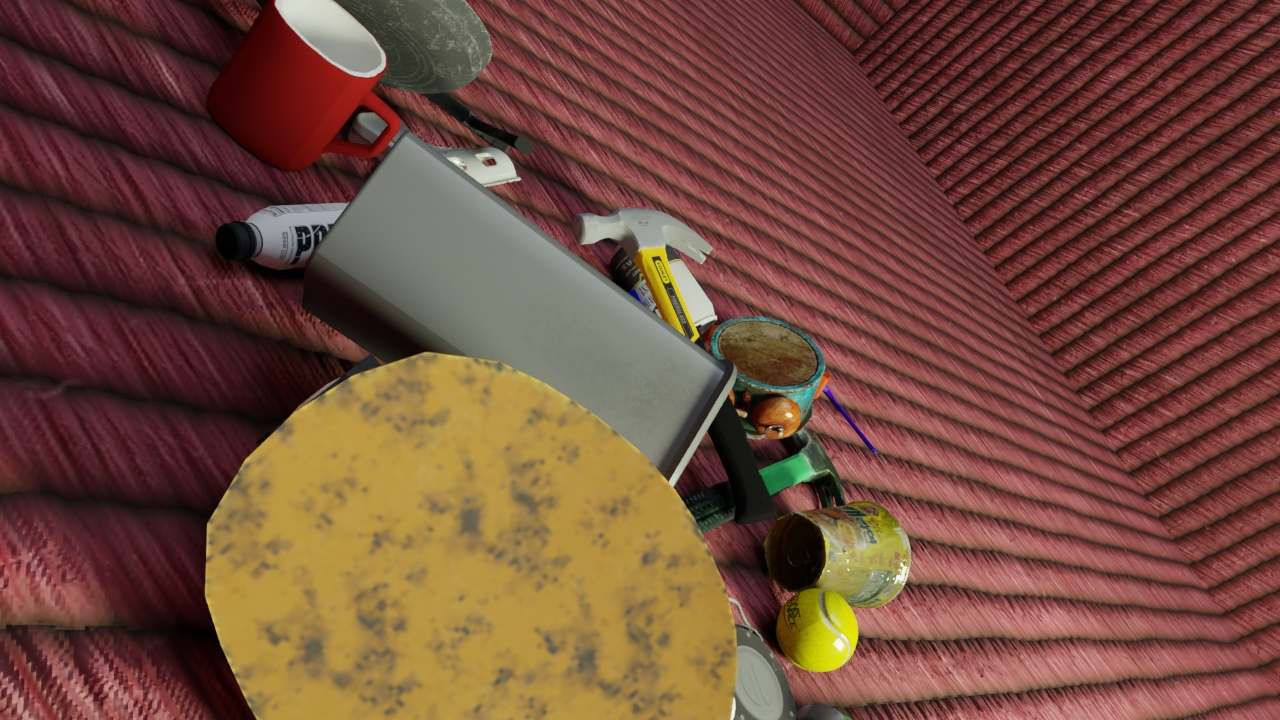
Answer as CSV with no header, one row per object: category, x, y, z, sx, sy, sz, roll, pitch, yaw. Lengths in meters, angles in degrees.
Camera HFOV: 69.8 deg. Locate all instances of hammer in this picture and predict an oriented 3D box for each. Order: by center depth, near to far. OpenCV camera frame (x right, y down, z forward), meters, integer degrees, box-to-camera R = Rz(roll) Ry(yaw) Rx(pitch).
hammer,-0.126,-0.191,0.748,0.095,0.015,0.325,34,5,-23
hammer,0.047,-0.005,0.831,0.126,0.029,0.323,-10,65,-28
hammer,0.108,0.120,0.859,0.318,0.032,0.130,-8,63,-57

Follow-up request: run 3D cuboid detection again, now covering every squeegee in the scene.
squeegee,0.153,0.004,1.021,0.184,0.055,0.249,22,17,-17

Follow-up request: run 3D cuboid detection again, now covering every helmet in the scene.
helmet,-0.080,0.115,0.463,0.255,0.205,0.131,53,-8,-11

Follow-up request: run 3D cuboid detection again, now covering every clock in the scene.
clock,0.064,0.231,0.647,0.091,0.044,0.122,18,42,-45
clock,0.111,0.029,0.898,0.121,0.073,0.157,21,39,12

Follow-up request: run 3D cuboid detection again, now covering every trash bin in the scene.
trash bin,-0.083,-0.014,0.558,0.220,0.192,0.097,36,75,-14

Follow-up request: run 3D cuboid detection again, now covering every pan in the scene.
pan,-0.287,-0.295,0.700,0.356,0.208,0.040,21,80,-15

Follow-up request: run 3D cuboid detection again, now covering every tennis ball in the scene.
tennis ball,0.145,0.221,0.753,0.065,0.066,0.065,35,32,-26

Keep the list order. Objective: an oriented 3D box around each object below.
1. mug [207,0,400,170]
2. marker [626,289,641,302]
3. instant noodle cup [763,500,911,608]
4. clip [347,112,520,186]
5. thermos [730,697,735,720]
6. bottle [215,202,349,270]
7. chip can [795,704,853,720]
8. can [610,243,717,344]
mug,-0.234,-0.190,0.661,0.116,0.097,0.080,42,30,-16
marker,0.014,-0.006,0.873,0.023,0.027,0.133,-18,66,-20
instant noodle cup,0.171,0.172,0.824,0.108,0.102,0.102,12,46,-42
clip,-0.163,-0.154,0.745,0.150,0.110,0.126,61,26,-3
thermos,-0.010,0.250,0.496,0.068,0.068,0.229,51,29,0
bottle,-0.225,-0.082,0.606,0.041,0.041,0.115,55,29,7
chip can,0.196,0.331,0.691,0.223,0.076,0.075,36,32,-26
can,0.026,-0.068,0.923,0.127,0.064,0.064,57,29,11
